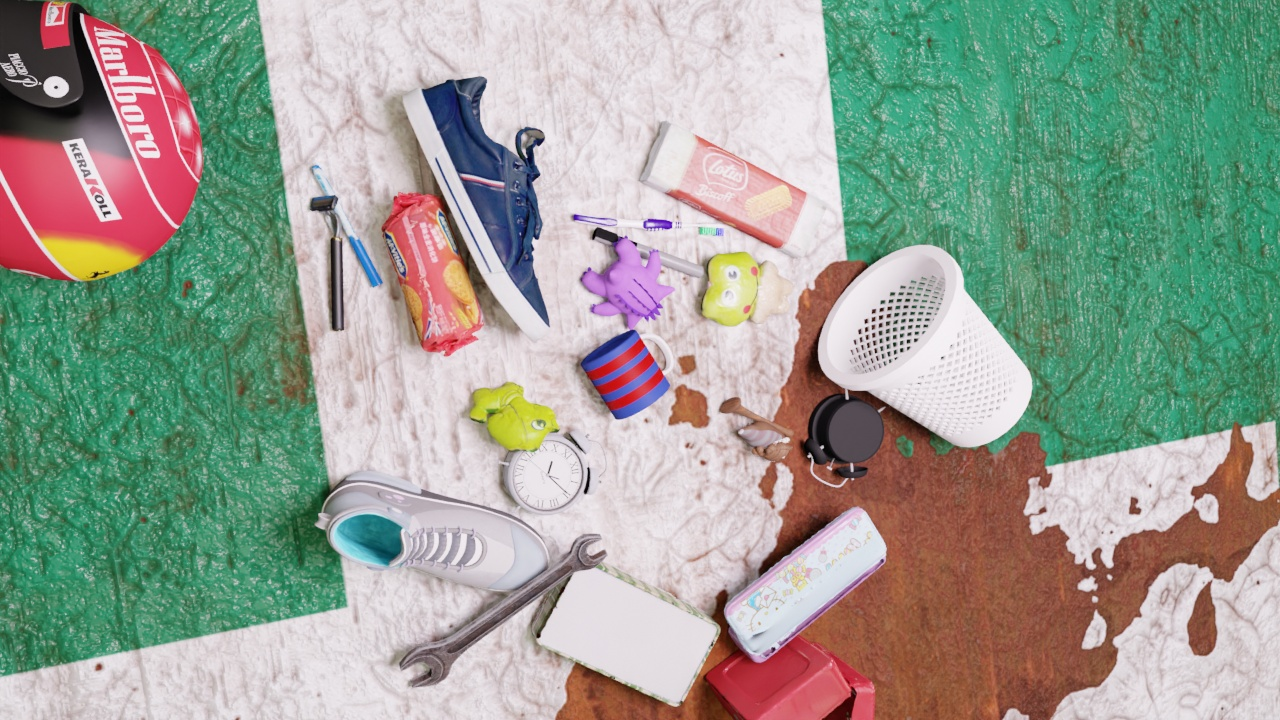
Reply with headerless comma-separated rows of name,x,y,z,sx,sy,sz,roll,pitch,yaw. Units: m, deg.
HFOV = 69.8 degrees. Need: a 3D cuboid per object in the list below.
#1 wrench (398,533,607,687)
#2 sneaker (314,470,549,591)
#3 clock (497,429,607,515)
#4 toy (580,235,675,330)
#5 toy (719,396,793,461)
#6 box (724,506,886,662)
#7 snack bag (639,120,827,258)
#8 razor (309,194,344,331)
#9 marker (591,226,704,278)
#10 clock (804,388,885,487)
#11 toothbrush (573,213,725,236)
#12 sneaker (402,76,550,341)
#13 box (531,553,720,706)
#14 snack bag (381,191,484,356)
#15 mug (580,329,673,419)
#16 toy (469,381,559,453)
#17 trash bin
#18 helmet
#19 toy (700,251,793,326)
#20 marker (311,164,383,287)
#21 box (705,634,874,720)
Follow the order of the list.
wrench,-0.150,0.276,1.012,0.273,0.010,0.070,-36,133,2
sneaker,-0.207,0.195,0.959,0.256,0.160,0.093,20,87,-15
clock,-0.097,0.126,1.051,0.122,0.035,0.094,-16,97,-14
toy,-0.012,-0.084,1.054,0.106,0.055,0.088,-42,115,11
toy,0.144,0.088,1.118,0.101,0.042,0.054,25,63,-24
box,0.190,0.261,1.110,0.214,0.089,0.093,-35,108,-12
snack bag,0.113,-0.202,1.095,0.225,0.041,0.077,24,88,-18
razor,-0.327,-0.103,0.981,0.022,0.043,0.144,-14,104,-50
marker,0.010,-0.126,1.080,0.140,0.016,0.016,18,87,-16
clock,0.255,0.099,1.149,0.091,0.042,0.120,28,85,-16
toothbrush,0.012,-0.160,1.080,0.186,0.015,0.016,1,97,-16
sneaker,-0.140,-0.169,0.990,0.127,0.120,0.294,-23,96,-2
box,-0.017,0.315,1.079,0.205,0.050,0.117,28,88,-15
snack bag,-0.225,-0.093,0.984,0.082,0.082,0.176,-20,98,-15
mug,-0.006,0.006,1.060,0.111,0.075,0.076,-41,104,-38
toy,-0.141,0.062,1.020,0.094,0.036,0.093,-10,59,-14
trash bin,0.357,-0.002,1.111,0.199,0.196,0.195,36,83,-25
helmet,-0.523,-0.208,0.828,0.224,0.198,0.271,-20,90,-14
toy,0.131,-0.083,1.104,0.117,0.043,0.092,9,89,-18
marker,-0.316,-0.144,0.987,0.013,0.013,0.142,-29,100,-13
box,0.172,0.399,1.084,0.165,0.157,0.152,5,89,-14
